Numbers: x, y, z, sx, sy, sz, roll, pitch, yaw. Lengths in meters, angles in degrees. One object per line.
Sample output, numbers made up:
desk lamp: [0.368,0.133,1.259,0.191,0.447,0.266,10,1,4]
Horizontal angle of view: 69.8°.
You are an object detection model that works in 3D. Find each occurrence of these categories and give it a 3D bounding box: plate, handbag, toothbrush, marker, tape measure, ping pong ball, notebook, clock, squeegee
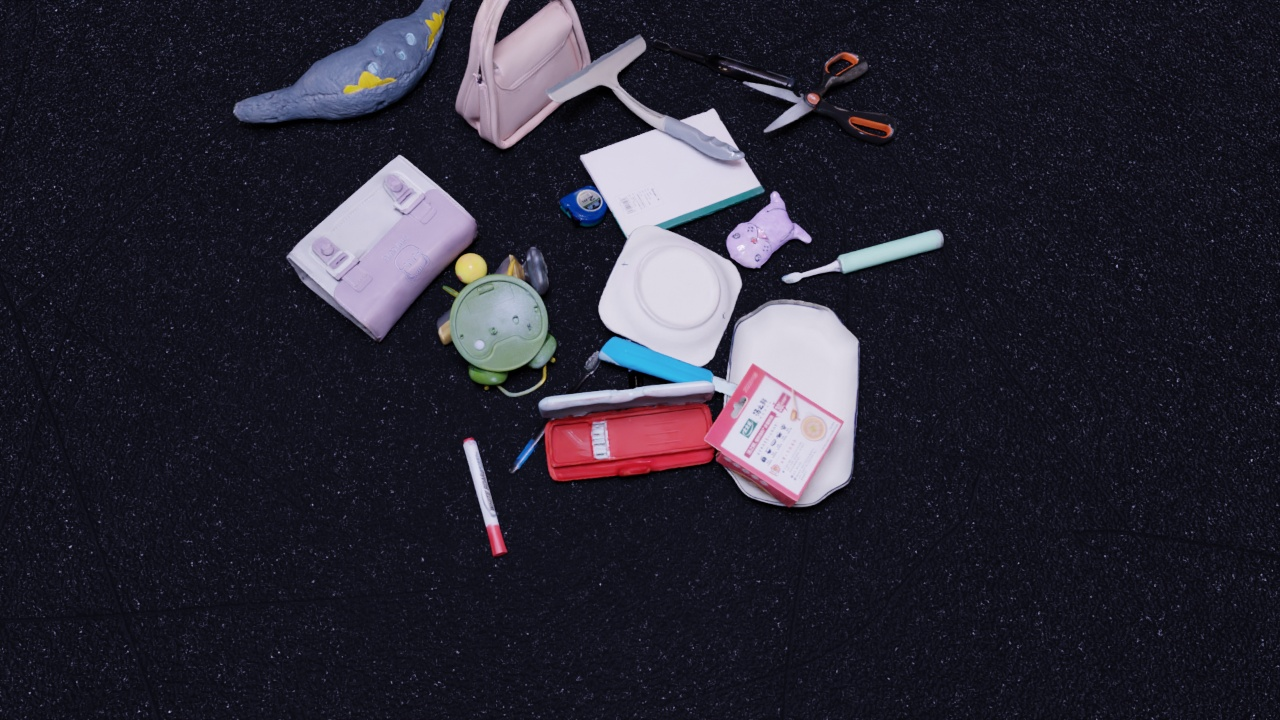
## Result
plate: [0.182,0.052,1.126,0.162,0.034,0.265,7,69,1]
plate: [0.043,-0.088,1.159,0.163,0.034,0.164,25,70,-6]
handbag: [-0.155,-0.406,1.185,0.093,0.234,0.193,39,72,11]
toothbrush: [-0.103,0.062,1.123,0.014,0.016,0.189,31,72,18]
marker: [-0.184,0.160,1.081,0.017,0.017,0.145,-16,70,-8]
marker: [-0.007,0.007,1.144,0.020,0.022,0.132,-9,68,9]
toothbrush: [0.293,-0.133,1.207,0.224,0.027,0.026,-16,102,-8]
tape measure: [-0.073,-0.203,1.221,0.058,0.025,0.054,-33,75,-25]
toothbrush: [0.118,-0.424,1.316,0.213,0.026,0.027,21,35,7]
handbag: [-0.320,-0.142,1.156,0.145,0.099,0.196,39,73,6]
ping pong ball: [-0.217,-0.117,1.175,0.040,0.040,0.040,1,69,-2]
notebook: [0.044,-0.252,1.241,0.208,0.012,0.150,-23,71,-17]
clock: [-0.167,-0.032,1.115,0.116,0.056,0.161,-22,103,-7]
squeegee: [0.033,-0.330,1.247,0.246,0.039,0.245,34,46,8]

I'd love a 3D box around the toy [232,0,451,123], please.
toy: [-0.379,-0.400,1.255,0.355,0.091,0.138,-37,62,-17]

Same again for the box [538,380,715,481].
box: [-0.012,0.079,1.060,0.201,0.100,0.112,-6,89,-4]

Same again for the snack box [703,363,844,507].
snack box: [0.151,0.087,1.063,0.127,0.044,0.113,33,73,6]

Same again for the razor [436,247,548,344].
razor: [-0.185,-0.077,1.156,0.167,0.062,0.067,-37,76,-9]

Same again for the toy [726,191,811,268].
toy: [0.163,-0.162,1.207,0.108,0.039,0.084,-36,83,-16]

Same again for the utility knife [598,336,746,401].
utility knife: [0.051,0.016,1.116,0.209,0.018,0.034,19,68,9]

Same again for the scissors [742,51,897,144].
scissors: [0.261,-0.363,1.278,0.230,0.022,0.220,32,62,1]
